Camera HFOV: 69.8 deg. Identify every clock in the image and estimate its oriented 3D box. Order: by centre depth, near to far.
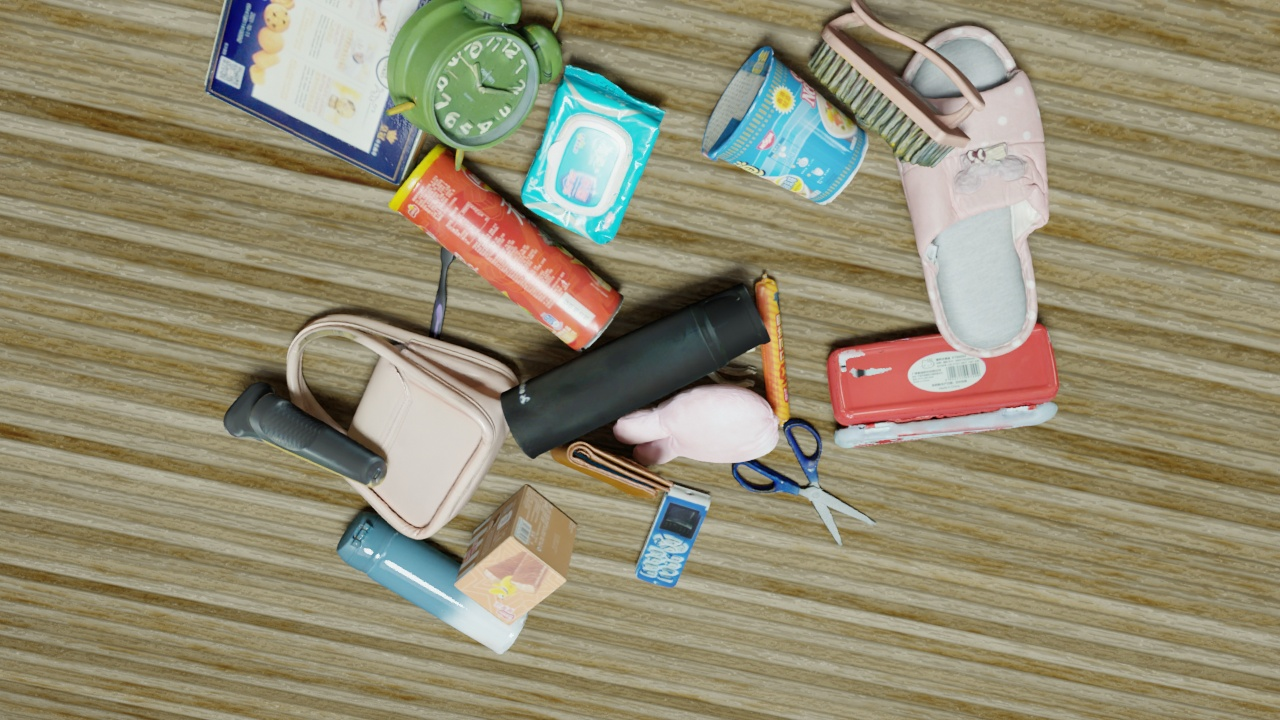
[{"bbox_3d":[-0.125,-0.237,0.730,0.161,0.056,0.116,-48,150,5],"label":"clock"}]

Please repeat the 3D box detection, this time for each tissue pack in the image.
[{"bbox_3d":[-0.042,-0.176,0.788,0.093,0.050,0.134,22,117,-5],"label":"tissue pack"}]

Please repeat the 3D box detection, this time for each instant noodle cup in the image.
[{"bbox_3d":[0.121,-0.184,0.751,0.110,0.099,0.099,26,117,-18],"label":"instant noodle cup"}]

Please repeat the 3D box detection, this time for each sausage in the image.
[{"bbox_3d":[0.127,-0.006,0.878,0.021,0.021,0.165,-6,117,8],"label":"sausage"}]

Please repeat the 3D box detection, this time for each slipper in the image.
[{"bbox_3d":[0.274,-0.132,0.755,0.114,0.054,0.274,-8,104,12],"label":"slipper"}]

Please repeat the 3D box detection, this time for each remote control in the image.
[{"bbox_3d":[0.033,0.189,0.987,0.049,0.024,0.125,18,119,-4],"label":"remote control"}]

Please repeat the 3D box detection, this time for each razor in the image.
[{"bbox_3d":[-0.323,0.078,0.897,0.167,0.062,0.068,24,147,11],"label":"razor"}]

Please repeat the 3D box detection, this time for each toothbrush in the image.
[{"bbox_3d":[-0.197,-0.042,0.896,0.014,0.016,0.189,20,121,5],"label":"toothbrush"}]

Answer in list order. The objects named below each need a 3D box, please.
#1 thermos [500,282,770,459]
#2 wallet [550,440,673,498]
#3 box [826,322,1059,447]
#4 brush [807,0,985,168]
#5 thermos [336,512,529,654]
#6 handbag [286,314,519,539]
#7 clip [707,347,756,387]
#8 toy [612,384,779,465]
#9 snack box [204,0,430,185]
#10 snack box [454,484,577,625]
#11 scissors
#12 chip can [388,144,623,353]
[{"bbox_3d":[-0.005,0.005,0.840,0.242,0.090,0.068,-25,112,5],"label":"thermos"},{"bbox_3d":[-0.027,0.110,0.900,0.119,0.131,0.035,21,81,-10],"label":"wallet"},{"bbox_3d":[0.282,0.027,0.872,0.201,0.100,0.095,-7,76,10],"label":"box"},{"bbox_3d":[0.195,-0.218,0.714,0.145,0.063,0.073,51,124,21],"label":"brush"},{"bbox_3d":[-0.230,0.245,1.020,0.220,0.070,0.070,35,115,-12],"label":"thermos"},{"bbox_3d":[-0.251,0.048,0.913,0.234,0.093,0.194,32,121,-1],"label":"handbag"},{"bbox_3d":[0.067,-0.015,0.874,0.104,0.034,0.087,22,121,2],"label":"clip"},{"bbox_3d":[0.056,0.066,0.894,0.160,0.054,0.121,-10,143,20],"label":"toy"},{"bbox_3d":[-0.248,-0.267,0.762,0.182,0.045,0.178,26,116,-8],"label":"snack box"},{"bbox_3d":[-0.130,0.206,0.972,0.077,0.092,0.095,41,113,-16],"label":"snack box"},{"bbox_3d":[0.168,0.131,0.952,0.163,0.012,0.162,-3,118,5],"label":"scissors"},{"bbox_3d":[-0.117,-0.098,0.824,0.216,0.073,0.073,38,114,-14],"label":"chip can"}]
